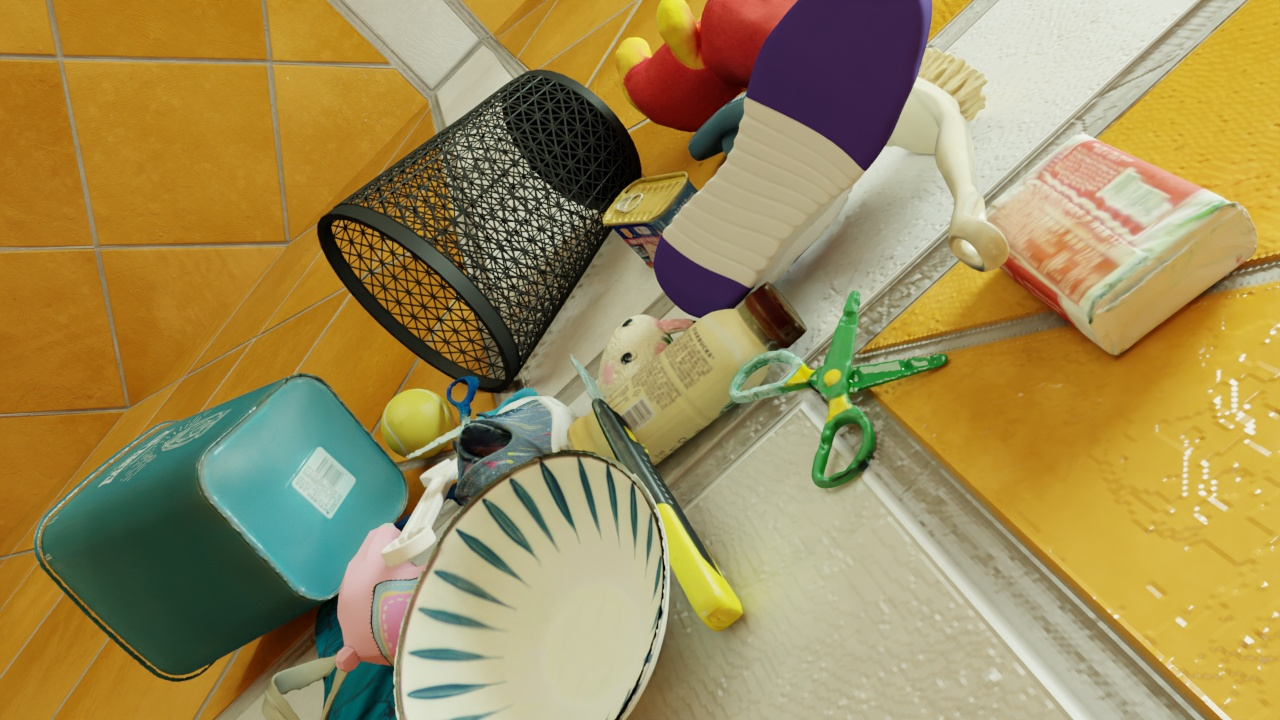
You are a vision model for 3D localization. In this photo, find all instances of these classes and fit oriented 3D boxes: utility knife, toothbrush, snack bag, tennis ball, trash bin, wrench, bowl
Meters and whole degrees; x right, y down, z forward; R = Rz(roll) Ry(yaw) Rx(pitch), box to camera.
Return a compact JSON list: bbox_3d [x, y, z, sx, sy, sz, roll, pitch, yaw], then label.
[{"bbox_3d":[0.001,0.064,0.515,0.020,0.029,0.203,-39,49,6],"label":"utility knife"},{"bbox_3d":[-0.205,0.147,0.785,0.190,0.017,0.016,-33,22,27],"label":"toothbrush"},{"bbox_3d":[0.216,-0.059,0.434,0.077,0.036,0.115,-41,28,13],"label":"snack bag"},{"bbox_3d":[-0.206,0.059,0.847,0.065,0.065,0.065,-34,30,23],"label":"tennis ball"},{"bbox_3d":[-0.133,-0.133,0.863,0.217,0.217,0.242,-2,45,54],"label":"trash bin"},{"bbox_3d":[-0.140,0.093,0.618,0.047,0.009,0.273,-28,6,-4],"label":"wrench"},{"bbox_3d":[-0.340,0.133,0.783,0.219,0.199,0.196,-24,21,33],"label":"trash bin"},{"bbox_3d":[-0.041,0.141,0.480,0.178,0.071,0.177,-23,47,27],"label":"bowl"}]

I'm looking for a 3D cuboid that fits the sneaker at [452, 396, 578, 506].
[{"bbox_3d":[-0.091,0.062,0.638,0.087,0.079,0.235,-50,16,1],"label":"sneaker"}]

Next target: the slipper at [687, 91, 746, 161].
[{"bbox_3d":[0.106,-0.192,0.742,0.103,0.059,0.214,-29,9,-13],"label":"slipper"}]

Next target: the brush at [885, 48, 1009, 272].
[{"bbox_3d":[0.171,-0.116,0.512,0.077,0.062,0.271,-47,14,28],"label":"brush"}]

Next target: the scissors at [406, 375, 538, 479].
[{"bbox_3d":[-0.148,0.051,0.797,0.127,0.014,0.133,-32,39,1],"label":"scissors"}]

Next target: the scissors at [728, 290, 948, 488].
[{"bbox_3d":[0.103,0.013,0.504,0.132,0.011,0.125,-3,55,34],"label":"scissors"}]

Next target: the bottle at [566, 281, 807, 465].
[{"bbox_3d":[0.030,0.016,0.578,0.162,0.056,0.056,-39,28,14],"label":"bottle"}]

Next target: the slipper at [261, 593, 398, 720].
[{"bbox_3d":[-0.208,0.216,0.649,0.118,0.060,0.295,-44,27,-2],"label":"slipper"}]

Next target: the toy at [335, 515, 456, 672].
[{"bbox_3d":[-0.129,0.166,0.572,0.123,0.067,0.157,-12,34,3],"label":"toy"}]

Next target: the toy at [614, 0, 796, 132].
[{"bbox_3d":[0.082,-0.274,0.826,0.217,0.147,0.098,-9,84,48],"label":"toy"}]

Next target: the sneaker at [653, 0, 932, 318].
[{"bbox_3d":[0.108,-0.131,0.577,0.110,0.092,0.245,-28,-21,-51],"label":"sneaker"}]

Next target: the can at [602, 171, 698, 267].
[{"bbox_3d":[0.020,-0.115,0.765,0.054,0.059,0.100,-54,28,-15],"label":"can"}]

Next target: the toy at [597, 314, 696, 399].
[{"bbox_3d":[-0.004,0.004,0.658,0.112,0.050,0.087,-27,32,23],"label":"toy"}]
